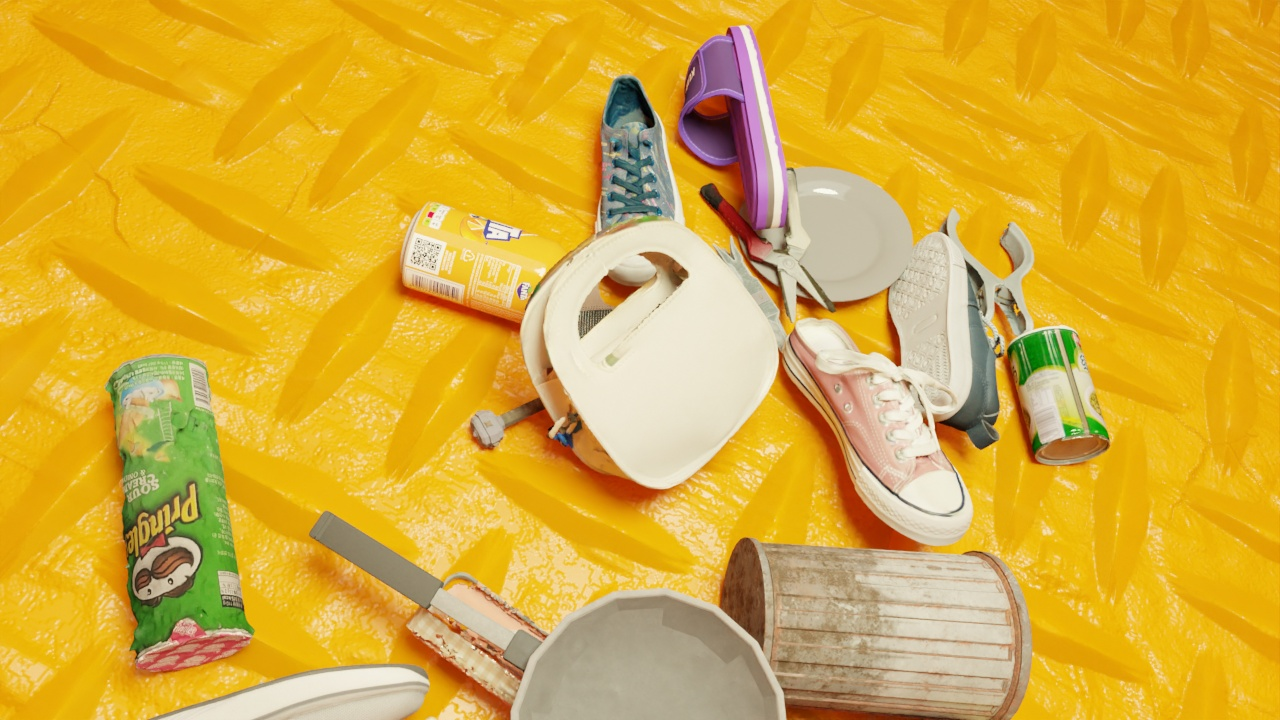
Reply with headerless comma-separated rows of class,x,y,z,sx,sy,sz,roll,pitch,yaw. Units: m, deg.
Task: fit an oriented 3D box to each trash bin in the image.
trash bin,0.177,0.203,0.690,0.211,0.131,0.130,6,59,-8

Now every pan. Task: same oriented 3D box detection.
pan,-0.071,0.199,0.617,0.357,0.041,0.178,29,75,10

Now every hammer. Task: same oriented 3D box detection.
hammer,-0.005,0.004,0.820,0.316,0.028,0.147,-25,74,-25

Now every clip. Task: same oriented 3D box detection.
clip,0.391,-0.089,0.957,0.141,0.029,0.171,4,52,-11

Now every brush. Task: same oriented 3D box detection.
brush,-0.046,-0.052,0.826,0.050,0.015,0.135,-5,43,3

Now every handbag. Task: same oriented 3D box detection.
handbag,-0.003,-0.012,0.742,0.200,0.093,0.199,-43,116,-21

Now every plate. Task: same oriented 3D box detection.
plate,0.188,-0.129,0.939,0.178,0.012,0.178,1,57,-1

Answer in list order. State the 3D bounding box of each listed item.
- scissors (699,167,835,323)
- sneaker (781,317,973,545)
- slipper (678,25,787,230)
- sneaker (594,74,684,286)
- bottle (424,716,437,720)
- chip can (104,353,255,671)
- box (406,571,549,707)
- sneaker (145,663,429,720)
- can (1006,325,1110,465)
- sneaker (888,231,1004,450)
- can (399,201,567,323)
scissors,0.134,-0.128,0.918,0.193,0.015,0.178,27,61,15
sneaker,0.203,0.039,0.769,0.118,0.088,0.241,-10,50,-26
slipper,0.082,-0.241,0.931,0.084,0.107,0.266,-6,54,-1
sneaker,-0.002,-0.180,0.884,0.087,0.079,0.235,-2,57,-1
bottle,-0.091,0.305,0.607,0.166,0.060,0.059,40,59,11
chip can,-0.333,0.102,0.658,0.075,0.076,0.223,-12,64,-20
box,-0.079,0.225,0.667,0.187,0.083,0.043,34,100,5
sneaker,-0.253,0.274,0.574,0.262,0.097,0.128,-16,77,-23
can,0.398,0.032,0.877,0.067,0.067,0.120,4,60,-11
sneaker,0.298,-0.026,0.874,0.087,0.089,0.235,25,49,-19
can,-0.133,-0.083,0.808,0.142,0.079,0.079,18,58,-3
